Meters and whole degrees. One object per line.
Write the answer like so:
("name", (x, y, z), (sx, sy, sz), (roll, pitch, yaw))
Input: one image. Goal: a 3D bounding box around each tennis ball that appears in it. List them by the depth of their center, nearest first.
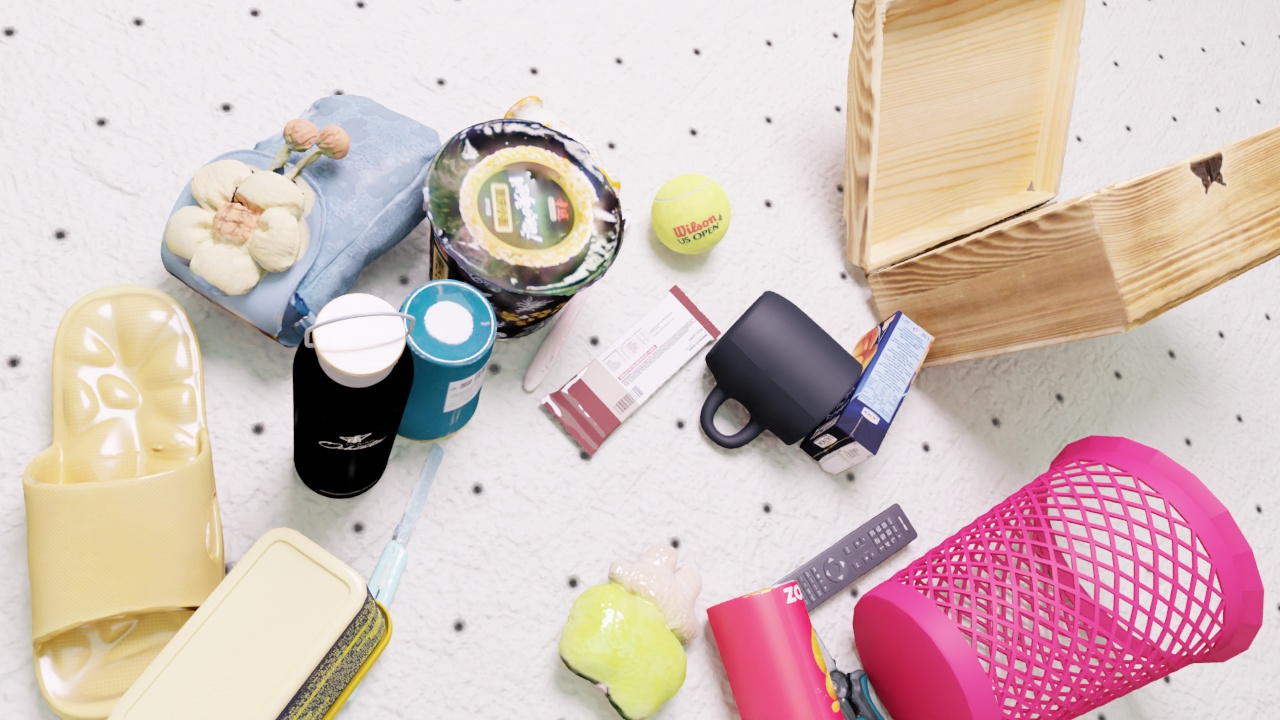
("tennis ball", (0.041, -0.119, 0.748), (0.065, 0.065, 0.065), (7, 66, -17))

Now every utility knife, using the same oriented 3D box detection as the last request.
("utility knife", (-0.163, 0.134, 0.599), (0.022, 0.016, 0.179), (17, 60, -1))

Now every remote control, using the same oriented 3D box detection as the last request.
("remote control", (0.156, 0.155, 0.705), (0.136, 0.015, 0.032), (-26, 79, -25))

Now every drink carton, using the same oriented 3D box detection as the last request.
("drink carton", (0.183, 0.026, 0.740), (0.040, 0.064, 0.129), (37, 61, -2))

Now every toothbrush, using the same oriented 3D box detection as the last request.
("toothbrush", (-0.046, -0.050, 0.715), (0.015, 0.018, 0.180), (31, 62, -6))

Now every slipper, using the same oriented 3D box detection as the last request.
("slipper", (-0.300, 0.071, 0.537), (0.099, 0.079, 0.263), (-3, 69, -24))

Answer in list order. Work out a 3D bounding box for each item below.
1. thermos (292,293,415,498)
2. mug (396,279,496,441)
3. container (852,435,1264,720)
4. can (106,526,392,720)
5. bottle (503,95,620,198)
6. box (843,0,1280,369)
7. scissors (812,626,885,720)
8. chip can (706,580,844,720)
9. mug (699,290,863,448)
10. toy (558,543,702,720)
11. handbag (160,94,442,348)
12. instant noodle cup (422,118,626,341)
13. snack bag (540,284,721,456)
("thermos", (-0.164, 0.022, 0.518), (0.061, 0.232, 0.061), (8, 66, -18))
("mug", (-0.134, -0.001, 0.602), (0.078, 0.122, 0.078), (8, 66, -18))
("container", (0.283, 0.180, 0.662), (0.225, 0.183, 0.183), (-21, 77, -19))
("can", (-0.207, 0.170, 0.504), (0.075, 0.105, 0.135), (32, 63, 8))
("bottle", (-0.065, -0.157, 0.726), (0.063, 0.063, 0.108), (-32, 81, -28))
("box", (0.323, -0.183, 0.783), (0.278, 0.283, 0.315), (-22, 90, -27))
("scissors", (0.153, 0.262, 0.658), (0.128, 0.019, 0.140), (20, 61, -11))
("chip can", (0.110, 0.263, 0.612), (0.069, 0.069, 0.220), (-11, 72, -24))
("mug", (0.095, 0.017, 0.710), (0.094, 0.085, 0.121), (43, 90, 1))
("toy", (0.000, 0.178, 0.622), (0.092, 0.046, 0.115), (40, 54, -2))
("handbag", (-0.220, -0.108, 0.613), (0.122, 0.119, 0.191), (31, 63, 14))
("instant noodle cup", (-0.092, -0.084, 0.658), (0.137, 0.112, 0.137), (8, 65, -17))
("snack bag", (-0.004, 0.004, 0.710), (0.057, 0.013, 0.157), (47, 61, 1))
